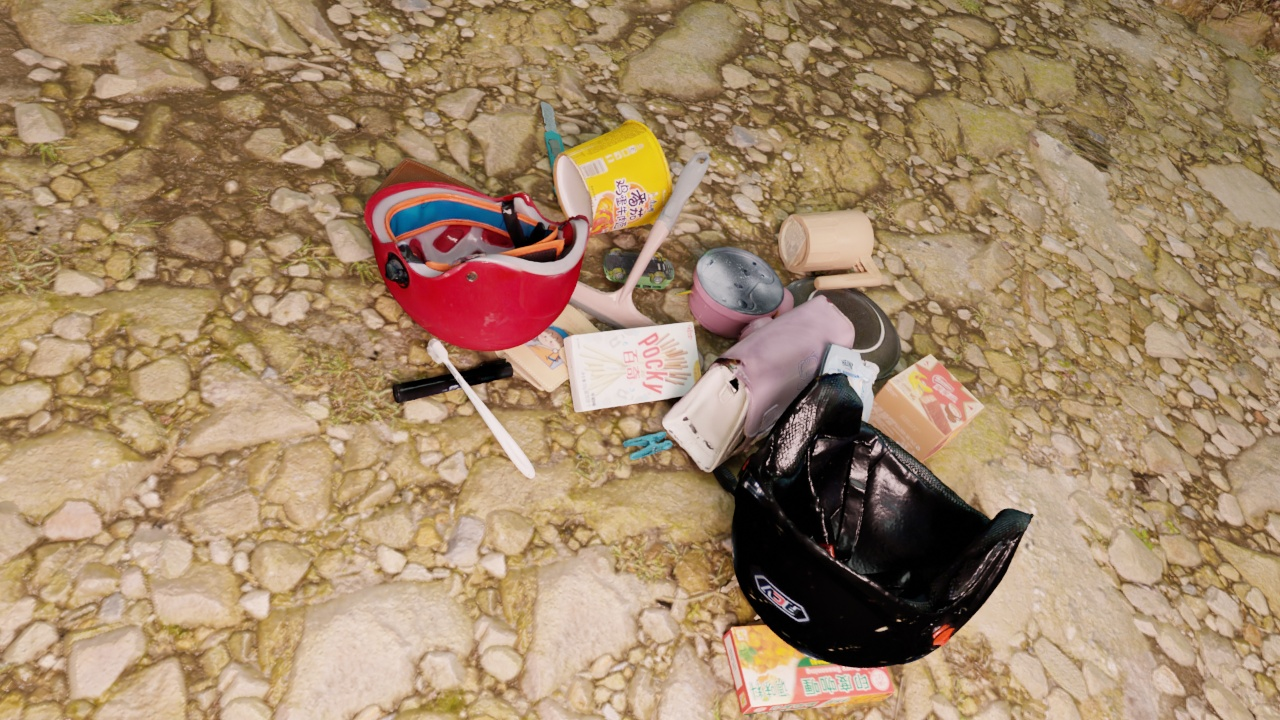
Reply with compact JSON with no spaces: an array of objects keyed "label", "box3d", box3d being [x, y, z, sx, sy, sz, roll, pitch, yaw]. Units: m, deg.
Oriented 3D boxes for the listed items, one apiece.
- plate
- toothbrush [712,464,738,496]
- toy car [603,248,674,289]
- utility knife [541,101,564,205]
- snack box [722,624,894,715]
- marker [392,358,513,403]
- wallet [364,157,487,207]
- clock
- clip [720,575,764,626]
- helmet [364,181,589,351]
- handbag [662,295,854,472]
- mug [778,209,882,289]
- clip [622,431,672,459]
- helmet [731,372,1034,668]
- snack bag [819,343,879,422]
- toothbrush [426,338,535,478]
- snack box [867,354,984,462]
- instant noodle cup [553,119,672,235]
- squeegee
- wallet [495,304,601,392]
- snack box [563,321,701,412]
[{"label":"plate","box3d":[0.269,-0.049,1.218,0.179,0.024,0.179,11,49,-13]},{"label":"toothbrush","box3d":[0.143,0.182,0.982,0.017,0.014,0.189,-23,63,-45]},{"label":"toy car","box3d":[-0.004,-0.113,1.153,0.091,0.036,0.043,7,51,-18]},{"label":"utility knife","box3d":[-0.118,-0.290,1.270,0.029,0.013,0.216,2,52,-21]},{"label":"snack box","box3d":[0.162,0.294,0.887,0.155,0.027,0.077,2,51,-20]},{"label":"marker","box3d":[-0.198,0.021,0.975,0.131,0.020,0.022,-14,78,-31]},{"label":"wallet","box3d":[-0.260,-0.188,1.120,0.124,0.032,0.101,25,50,0]},{"label":"clock","box3d":[0.132,-0.073,1.159,0.158,0.060,0.116,33,47,9]},{"label":"clip","box3d":[0.123,0.223,0.926,0.092,0.035,0.102,40,44,12]},{"label":"helmet","box3d":[-0.183,-0.095,0.999,0.240,0.144,0.206,22,34,23]},{"label":"handbag","box3d":[0.139,0.024,1.018,0.196,0.145,0.098,-28,63,-39]},{"label":"mug","box3d":[0.261,-0.148,1.259,0.103,0.084,0.124,-7,58,-24]},{"label":"clip","box3d":[0.009,0.093,1.003,0.056,0.014,0.043,-12,57,-27]},{"label":"helmet","box3d":[0.193,0.164,0.829,0.233,0.231,0.274,39,32,30]},{"label":"snack bag","box3d":[0.220,0.081,1.001,0.110,0.039,0.191,11,83,-38]},{"label":"toothbrush","box3d":[-0.166,0.051,0.951,0.016,0.016,0.180,-33,80,-38]},{"label":"snack box","box3d":[0.341,0.062,1.117,0.094,0.077,0.093,-25,64,-36]},{"label":"instant noodle cup","box3d":[-0.040,-0.225,1.172,0.109,0.138,0.138,-23,63,-22]},{"label":"squeegee","box3d":[0.021,-0.151,1.102,0.247,0.040,0.249,29,82,4]},{"label":"wallet","box3d":[-0.095,-0.013,1.044,0.087,0.024,0.114,38,47,18]},{"label":"snack box","box3d":[-0.006,0.006,1.035,0.156,0.027,0.084,-8,87,-26]}]
